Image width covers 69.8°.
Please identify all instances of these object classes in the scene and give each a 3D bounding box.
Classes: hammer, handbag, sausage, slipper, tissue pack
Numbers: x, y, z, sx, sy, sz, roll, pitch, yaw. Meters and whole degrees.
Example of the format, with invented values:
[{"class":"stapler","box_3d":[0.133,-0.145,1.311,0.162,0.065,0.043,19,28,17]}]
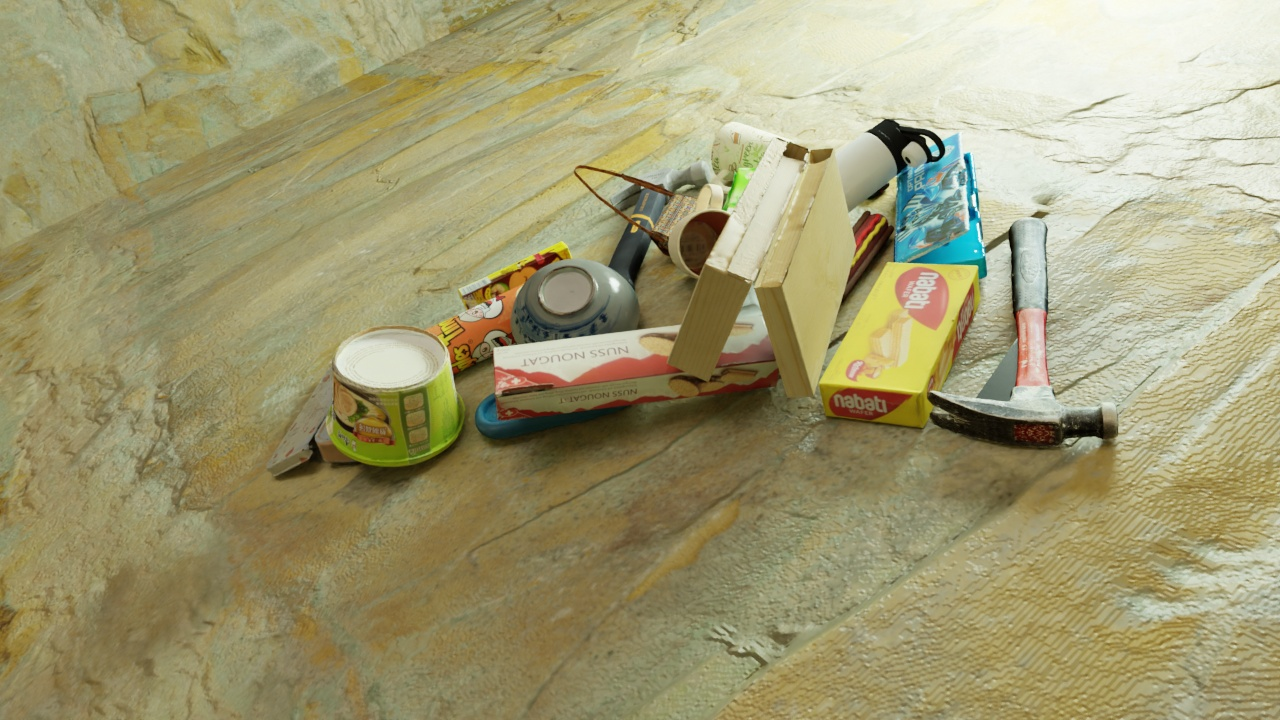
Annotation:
[{"class":"hammer","box_3d":[0.006,-0.175,1.231,0.139,0.035,0.311,-9,35,20]},{"class":"handbag","box_3d":[0.000,-0.195,1.173,0.196,0.043,0.093,27,51,4]},{"class":"sausage","box_3d":[0.234,-0.115,1.008,0.040,0.040,0.155,8,43,37]},{"class":"hammer","box_3d":[0.348,-0.040,0.842,0.141,0.036,0.325,-2,37,24]},{"class":"slipper","box_3d":[-0.078,0.022,0.965,0.214,0.059,0.103,-19,31,6]},{"class":"tissue pack","box_3d":[0.162,-0.201,1.156,0.114,0.034,0.099,5,55,21]}]

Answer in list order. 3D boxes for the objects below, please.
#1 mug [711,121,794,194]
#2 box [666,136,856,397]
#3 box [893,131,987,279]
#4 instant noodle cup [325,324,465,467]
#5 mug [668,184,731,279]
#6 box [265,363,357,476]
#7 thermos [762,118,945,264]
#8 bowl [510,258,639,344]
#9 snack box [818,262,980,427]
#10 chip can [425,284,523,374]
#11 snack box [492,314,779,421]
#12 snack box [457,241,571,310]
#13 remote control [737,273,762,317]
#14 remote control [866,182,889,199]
[{"class":"mug","box_3d":[0.148,-0.268,1.254,0.097,0.081,0.121,21,57,37]},{"class":"box","box_3d":[0.129,-0.097,0.877,0.148,0.141,0.247,15,44,11]},{"class":"box","box_3d":[0.327,-0.173,1.017,0.091,0.066,0.242,-7,35,21]},{"class":"instant noodle cup","box_3d":[-0.262,0.032,0.974,0.146,0.098,0.146,3,37,-3]},{"class":"mug","box_3d":[0.076,-0.150,1.073,0.085,0.111,0.104,6,5,-11]},{"class":"box","box_3d":[-0.345,0.048,1.095,0.157,0.063,0.216,-20,31,21]},{"class":"thermos","box_3d":[0.229,-0.191,1.059,0.230,0.068,0.101,-37,34,-4]},{"class":"bowl","box_3d":[-0.079,-0.065,1.037,0.151,0.057,0.150,-3,60,6]},{"class":"snack box","box_3d":[0.248,-0.021,0.860,0.092,0.042,0.200,7,42,34]},{"class":"chip can","box_3d":[-0.160,-0.049,1.109,0.210,0.062,0.062,-26,33,-9]},{"class":"snack box","box_3d":[-0.005,0.005,0.892,0.273,0.044,0.076,-6,41,-5]},{"class":"snack box","box_3d":[-0.152,-0.093,1.170,0.149,0.061,0.025,-26,33,-9]},{"class":"remote control","box_3d":[0.116,-0.058,1.006,0.050,0.022,0.133,-15,33,8]},{"class":"remote control","box_3d":[0.264,-0.229,1.186,0.039,0.010,0.125,-34,35,-20]}]
